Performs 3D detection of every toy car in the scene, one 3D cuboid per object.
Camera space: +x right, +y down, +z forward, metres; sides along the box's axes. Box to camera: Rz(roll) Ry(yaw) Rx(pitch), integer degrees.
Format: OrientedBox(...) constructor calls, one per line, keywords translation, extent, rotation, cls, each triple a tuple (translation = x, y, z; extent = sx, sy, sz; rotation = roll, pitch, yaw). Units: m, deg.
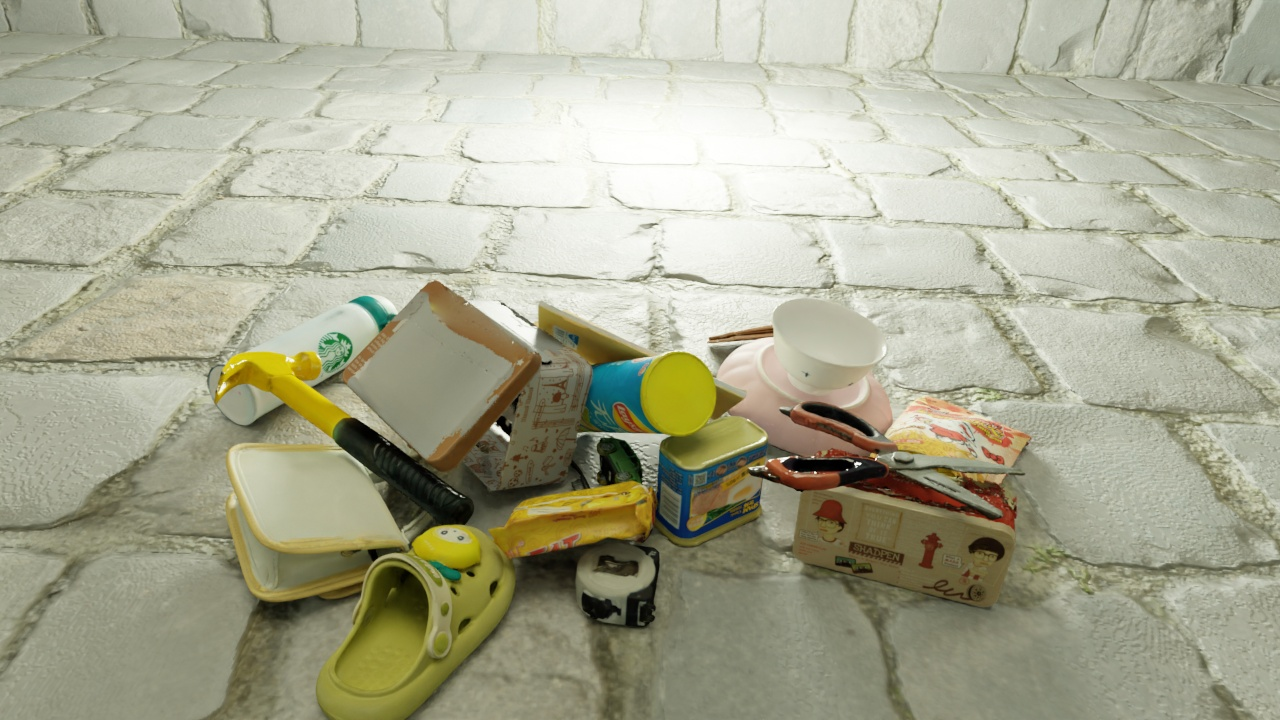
OrientedBox(translation=(-0.017, 0.106, 0.842), extent=(0.036, 0.043, 0.091), rotation=(-6, 31, -15), cls="toy car")

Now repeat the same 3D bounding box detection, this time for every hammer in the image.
OrientedBox(translation=(-0.264, 0.064, 0.821), extent=(0.301, 0.033, 0.128), rotation=(28, 18, 27), cls="hammer")

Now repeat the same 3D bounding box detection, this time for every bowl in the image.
OrientedBox(translation=(0.180, -0.004, 0.922), extent=(0.118, 0.065, 0.118), rotation=(9, 34, -7), cls="bowl")

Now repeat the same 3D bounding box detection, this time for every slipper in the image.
OrientedBox(translation=(-0.158, 0.178, 0.666), extent=(0.092, 0.082, 0.190), rotation=(15, 34, 17), cls="slipper")

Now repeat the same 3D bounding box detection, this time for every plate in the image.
OrientedBox(translation=(0.177, 0.028, 0.968), extent=(0.192, 0.039, 0.192), rotation=(9, 35, -6), cls="plate")

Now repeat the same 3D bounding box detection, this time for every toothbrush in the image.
OrientedBox(translation=(-0.082, 0.084, 0.908), extent=(0.016, 0.014, 0.189), rotation=(-29, 35, -7), cls="toothbrush")

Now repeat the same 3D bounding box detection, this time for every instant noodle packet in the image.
OrientedBox(translation=(-0.051, 0.130, 0.744), extent=(0.128, 0.044, 0.111), rotation=(-9, -3, 1), cls="instant noodle packet")

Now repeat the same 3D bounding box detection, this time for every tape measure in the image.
OrientedBox(translation=(-0.019, 0.176, 0.726), extent=(0.066, 0.034, 0.065), rotation=(5, 28, 3), cls="tape measure")

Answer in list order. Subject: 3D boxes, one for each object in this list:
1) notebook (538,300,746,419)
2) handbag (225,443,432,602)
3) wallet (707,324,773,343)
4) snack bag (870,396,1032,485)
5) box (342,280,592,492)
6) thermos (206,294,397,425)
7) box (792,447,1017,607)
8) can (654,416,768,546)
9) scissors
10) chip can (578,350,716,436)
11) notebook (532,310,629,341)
OrientedBox(translation=(-0.005, 0.005, 0.900), extent=(0.206, 0.010, 0.146), rotation=(24, -13, 0), cls="notebook")
OrientedBox(translation=(-0.249, 0.131, 0.777), extent=(0.178, 0.063, 0.163), rotation=(1, 25, -35), cls="handbag")
OrientedBox(translation=(0.147, -0.033, 1.086), extent=(0.115, 0.020, 0.101), rotation=(-7, -1, -14), cls="wallet")
OrientedBox(translation=(0.298, 0.088, 0.895), extent=(0.129, 0.073, 0.207), rotation=(19, 25, 27), cls="snack bag")
OrientedBox(translation=(-0.164, 0.022, 0.837), extent=(0.166, 0.150, 0.182), rotation=(-5, 27, -40), cls="box")
OrientedBox(translation=(-0.353, -0.010, 0.997), extent=(0.073, 0.073, 0.223), rotation=(16, 31, 23), cls="thermos")
OrientedBox(translation=(0.220, 0.131, 0.767), extent=(0.168, 0.091, 0.078), rotation=(11, 33, 15), cls="box")
OrientedBox(translation=(0.062, 0.104, 0.810), extent=(0.101, 0.083, 0.057), rotation=(-17, 35, -31), cls="can")
OrientedBox(translation=(0.195, 0.079, 0.752), extent=(0.225, 0.015, 0.188), rotation=(0, 22, -2), cls="scissors")
OrientedBox(translation=(-0.017, 0.033, 0.847), extent=(0.071, 0.071, 0.211), rotation=(-15, 4, -29), cls="chip can")
OrientedBox(translation=(-0.072, -0.003, 1.069), extent=(0.208, 0.008, 0.147), rotation=(27, 37, 37), cls="notebook")
